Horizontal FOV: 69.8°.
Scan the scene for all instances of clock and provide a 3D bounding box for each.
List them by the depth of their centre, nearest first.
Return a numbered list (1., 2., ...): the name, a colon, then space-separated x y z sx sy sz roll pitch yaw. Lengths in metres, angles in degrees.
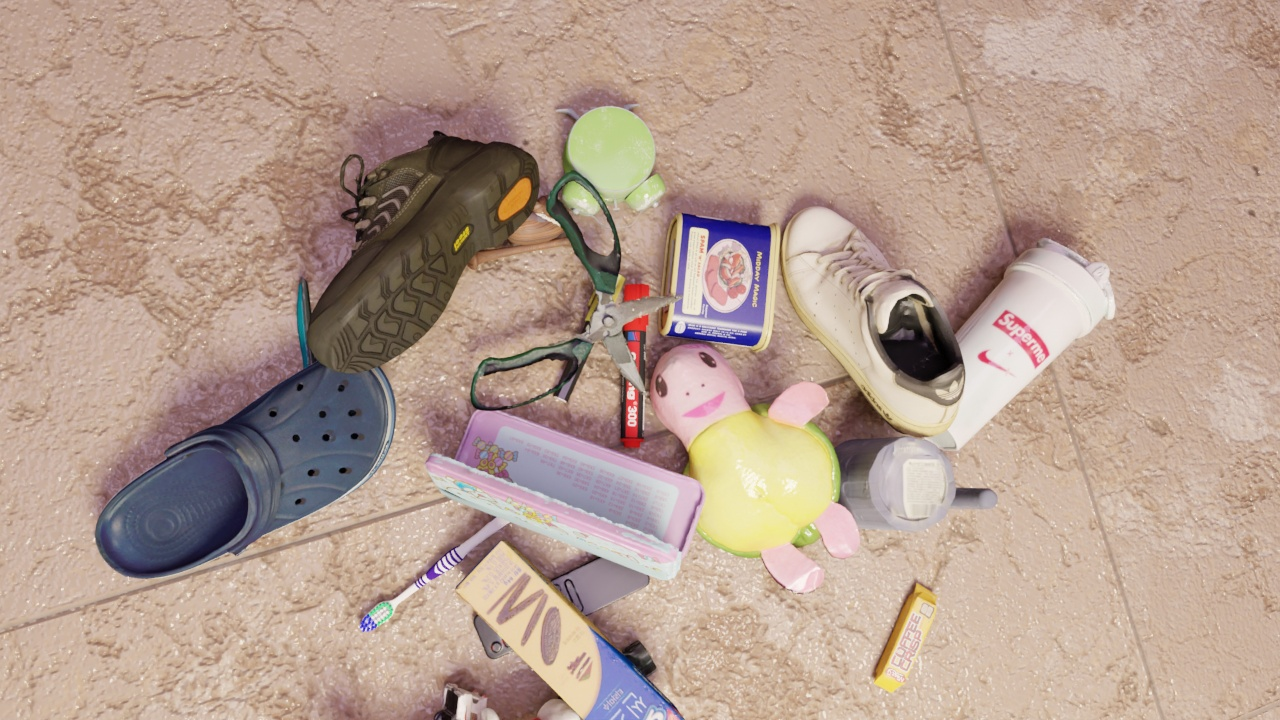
1. clock: -0.028 -0.177 0.824 0.094 0.042 0.119 -9 86 -10

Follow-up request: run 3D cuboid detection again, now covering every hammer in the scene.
1. hammer: 0.029 0.408 0.776 0.130 0.032 0.318 -31 91 -13

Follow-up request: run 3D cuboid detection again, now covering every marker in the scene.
1. marker: -0.048 -0.022 0.816 0.021 0.017 0.123 25 81 -7
2. marker: -0.005 0.005 0.818 0.021 0.024 0.145 9 80 -48

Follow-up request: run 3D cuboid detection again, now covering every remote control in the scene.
1. remote control: -0.067 0.205 0.786 0.151 0.020 0.041 -23 84 -11

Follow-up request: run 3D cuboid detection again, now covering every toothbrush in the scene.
1. toothbrush: -0.158 0.167 0.775 0.186 0.016 0.015 -37 91 -12

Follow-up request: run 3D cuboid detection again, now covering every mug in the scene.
1. mug: 0.234 0.113 0.809 0.124 0.104 0.083 13 80 -9

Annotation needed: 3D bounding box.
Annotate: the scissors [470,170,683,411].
1. scissors: -0.070 -0.047 0.778 0.201 0.015 0.201 -25 86 -6

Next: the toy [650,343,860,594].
1. toy: 0.090 0.091 0.794 0.190 0.087 0.238 -41 86 11

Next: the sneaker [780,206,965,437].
1. sneaker: 0.199 -0.051 0.794 0.089 0.102 0.241 -26 66 -9

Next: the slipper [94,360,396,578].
1. slipper: -0.302 0.091 0.711 0.252 0.095 0.105 -33 94 -5

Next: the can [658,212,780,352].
1. can: 0.069 -0.071 0.824 0.092 0.057 0.116 7 82 -9

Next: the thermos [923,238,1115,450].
1. thermos: 0.341 -0.013 0.852 0.220 0.099 0.099 -44 93 -8

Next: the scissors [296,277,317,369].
1. scissors: -0.254 -0.003 0.774 0.124 0.019 0.156 -23 90 -10

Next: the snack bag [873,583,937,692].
1. snack bag: 0.243 0.254 0.838 0.026 0.020 0.099 30 79 -5

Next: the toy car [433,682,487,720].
1. toy car: -0.148 0.325 0.750 0.039 0.039 0.113 7 83 -31

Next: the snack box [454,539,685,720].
1. snack box: -0.057 0.235 0.739 0.207 0.057 0.056 43 79 5

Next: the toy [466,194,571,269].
1. toy: -0.105 -0.115 0.805 0.101 0.041 0.055 -13 108 -20

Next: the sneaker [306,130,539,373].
1. sneaker: -0.204 -0.109 0.731 0.143 0.101 0.237 29 63 19

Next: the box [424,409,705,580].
1. box: -0.060 0.102 0.730 0.214 0.092 0.089 19 80 11

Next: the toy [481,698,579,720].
1. toy: -0.125 0.330 0.694 0.193 0.084 0.159 -35 116 -23
